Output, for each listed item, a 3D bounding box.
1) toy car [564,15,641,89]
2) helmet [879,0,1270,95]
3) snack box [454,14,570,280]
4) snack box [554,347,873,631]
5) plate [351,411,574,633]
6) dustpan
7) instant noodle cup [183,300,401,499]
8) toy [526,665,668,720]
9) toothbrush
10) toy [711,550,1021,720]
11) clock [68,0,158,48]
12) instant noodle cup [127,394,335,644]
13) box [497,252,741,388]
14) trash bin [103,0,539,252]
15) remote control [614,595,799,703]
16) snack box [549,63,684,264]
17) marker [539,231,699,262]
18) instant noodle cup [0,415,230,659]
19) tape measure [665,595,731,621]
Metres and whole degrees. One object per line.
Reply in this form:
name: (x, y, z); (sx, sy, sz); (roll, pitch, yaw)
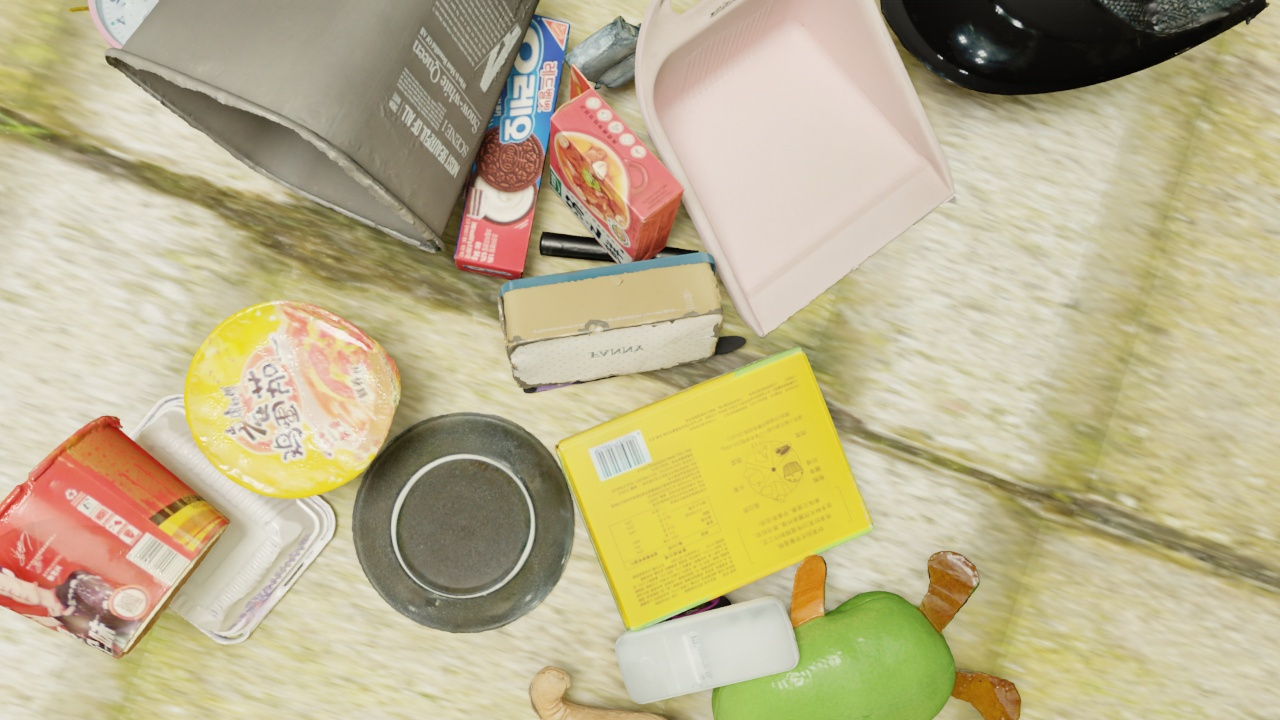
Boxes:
toy car: (-0.020, -0.236, 0.713); (0.054, 0.120, 0.037); (-29, 95, 17)
helmet: (0.315, -0.321, 0.694); (0.273, 0.231, 0.233); (-30, 102, -47)
snack box: (-0.103, -0.171, 0.734); (0.058, 0.057, 0.207); (11, 86, -8)
snack box: (0.056, 0.099, 0.731); (0.210, 0.070, 0.157); (-22, 90, -6)
plate: (-0.141, 0.131, 0.736); (0.179, 0.024, 0.179); (0, 88, -5)
dustpan: (0.116, -0.183, 0.713); (0.222, 0.139, 0.273); (-39, 91, -6)
instant noodle cup: (-0.248, 0.023, 0.681); (0.138, 0.110, 0.138); (-1, 95, -9)
toy: (-0.008, 0.332, 0.710); (0.143, 0.082, 0.226); (-19, 89, 6)
toothbrush: (-0.005, 0.004, 0.760); (0.189, 0.017, 0.014); (-12, 77, -2)
toy: (0.166, 0.252, 0.726); (0.246, 0.090, 0.227); (-18, 102, -2)
clock: (-0.348, -0.262, 0.715); (0.158, 0.060, 0.117); (32, 86, -5)
instant noodle cup: (-0.341, 0.123, 0.701); (0.173, 0.060, 0.138); (40, 85, -4)
box: (-0.016, -0.031, 0.715); (0.184, 0.090, 0.059); (-10, 64, -8)
trash bin: (-0.191, -0.224, 0.634); (0.199, 0.199, 0.219); (25, 82, 18)
remote control: (0.049, 0.218, 0.691); (0.136, 0.020, 0.056); (-18, 89, 14)
snack box: (-0.030, -0.141, 0.699); (0.044, 0.113, 0.127); (-39, 81, -14)
marker: (-0.017, -0.088, 0.756); (0.132, 0.020, 0.022); (6, 56, -5)
instant noodle cup: (-0.353, 0.123, 0.607); (0.108, 0.138, 0.138); (38, 85, -11)
tape measure: (0.049, 0.211, 0.732); (0.057, 0.057, 0.039); (-19, 87, 16)
